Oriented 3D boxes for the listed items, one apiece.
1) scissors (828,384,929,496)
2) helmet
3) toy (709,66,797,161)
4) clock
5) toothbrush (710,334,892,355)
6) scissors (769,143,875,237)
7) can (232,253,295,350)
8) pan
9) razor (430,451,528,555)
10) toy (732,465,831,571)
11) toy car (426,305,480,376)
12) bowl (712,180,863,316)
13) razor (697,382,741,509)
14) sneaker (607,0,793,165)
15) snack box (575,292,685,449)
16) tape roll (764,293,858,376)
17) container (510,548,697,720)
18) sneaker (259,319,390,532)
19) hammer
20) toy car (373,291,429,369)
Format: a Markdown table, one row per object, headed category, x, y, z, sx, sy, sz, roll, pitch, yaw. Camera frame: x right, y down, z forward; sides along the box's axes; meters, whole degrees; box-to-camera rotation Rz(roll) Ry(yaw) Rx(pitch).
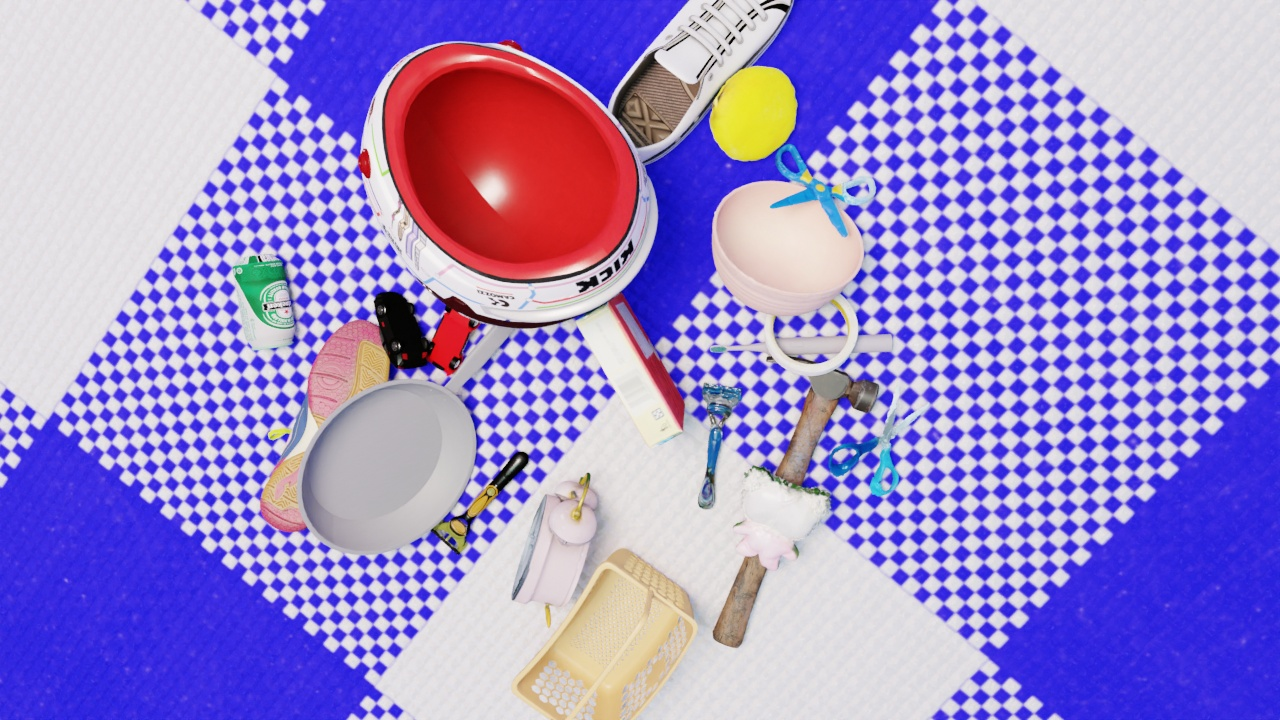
| category | x | y | z | sx | sy | sz | roll | pitch | yaw |
| --- | --- | --- | --- | --- | --- | --- | --- | --- | --- |
| scissors | 0.245 | 0.084 | 0.951 | 0.118 | 0.014 | 0.129 | 4 | 110 | -23 |
| helmet | -0.120 | -0.149 | 0.864 | 0.230 | 0.236 | 0.314 | -42 | 75 | -10 |
| toy | 0.113 | -0.244 | 0.912 | 0.094 | 0.041 | 0.096 | 13 | 114 | -29 |
| clock | -0.087 | 0.190 | 0.979 | 0.059 | 0.116 | 0.158 | 20 | 101 | -8 |
| toothbrush | 0.167 | -0.015 | 0.963 | 0.188 | 0.019 | 0.018 | -2 | 105 | 7 |
| scissors | 0.180 | -0.170 | 0.915 | 0.130 | 0.014 | 0.125 | -13 | 62 | -16 |
| can | -0.412 | -0.064 | 1.006 | 0.053 | 0.053 | 0.101 | -6 | 98 | 7 |
| pan | -0.220 | 0.048 | 0.978 | 0.051 | 0.201 | 0.356 | 28 | 79 | 43 |
| razor | -0.175 | 0.155 | 1.031 | 0.044 | 0.021 | 0.144 | 42 | 99 | -1 |
| toy | 0.139 | 0.166 | 0.956 | 0.096 | 0.041 | 0.109 | 23 | 108 | 9 |
| toy car | -0.202 | -0.029 | 1.001 | 0.038 | 0.025 | 0.090 | 32 | 110 | 10 |
| bowl | 0.137 | -0.099 | 0.908 | 0.153 | 0.152 | 0.076 | 20 | 142 | 3 |
| razor | 0.080 | 0.096 | 0.992 | 0.044 | 0.018 | 0.141 | 7 | 100 | 5 |
| sneaker | 0.049 | -0.296 | 0.893 | 0.091 | 0.097 | 0.246 | 45 | 101 | -2 |
| snack box | -0.005 | 0.005 | 0.923 | 0.040 | 0.145 | 0.142 | -30 | 95 | 7 |
| tape roll | 0.175 | -0.031 | 0.943 | 0.094 | 0.019 | 0.094 | -2 | 77 | 7 |
| container | -0.035 | 0.309 | 0.963 | 0.129 | 0.167 | 0.183 | 36 | 100 | 0 |
| sneaker | -0.348 | 0.070 | 1.015 | 0.116 | 0.091 | 0.241 | 23 | 82 | -3 |
| hammer | 0.140 | 0.157 | 0.991 | 0.120 | 0.033 | 0.330 | 21 | 101 | 7 |
| toy car | -0.263 | -0.031 | 0.994 | 0.036 | 0.042 | 0.091 | -34 | 74 | 34 |
